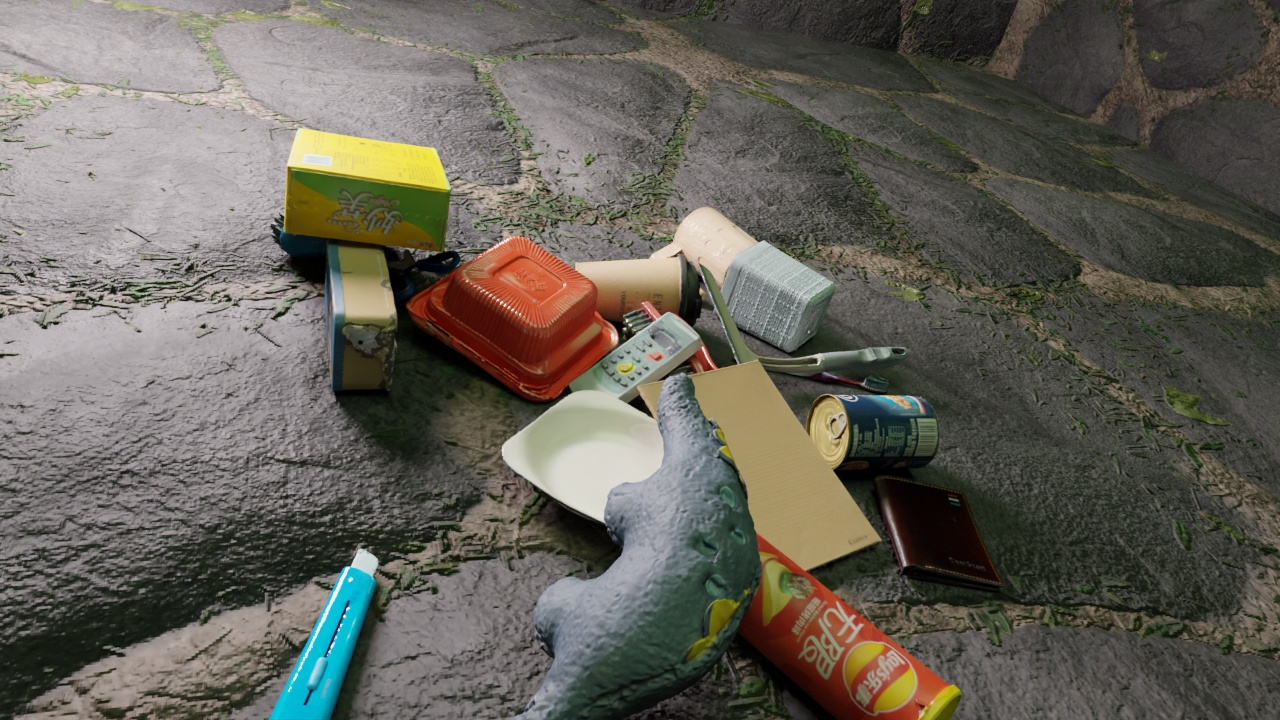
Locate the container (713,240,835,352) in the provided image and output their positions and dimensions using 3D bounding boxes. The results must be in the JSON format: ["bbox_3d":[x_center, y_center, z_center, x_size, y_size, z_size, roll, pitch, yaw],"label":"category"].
[{"bbox_3d":[0.166,-0.076,1.120,0.111,0.090,0.089,31,35,21],"label":"container"}]

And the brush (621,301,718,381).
[{"bbox_3d":[0.039,-0.001,0.964,0.069,0.063,0.145,-16,42,-21],"label":"brush"}]

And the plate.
[{"bbox_3d":[-0.026,0.095,0.807,0.164,0.034,0.163,26,33,18],"label":"plate"}]

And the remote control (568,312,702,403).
[{"bbox_3d":[-0.005,0.005,0.913,0.135,0.019,0.056,-36,48,-14],"label":"remote control"}]

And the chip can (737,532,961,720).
[{"bbox_3d":[0.122,0.196,0.667,0.073,0.073,0.216,-17,43,-42],"label":"chip can"}]

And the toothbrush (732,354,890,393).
[{"bbox_3d":[0.198,0.011,1.057,0.187,0.017,0.016,13,34,-5],"label":"toothbrush"}]

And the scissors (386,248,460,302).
[{"bbox_3d":[-0.241,-0.104,0.991,0.147,0.012,0.169,-20,28,16],"label":"scissors"}]

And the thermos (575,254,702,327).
[{"bbox_3d":[-0.005,-0.079,1.056,0.143,0.093,0.093,2,32,-6],"label":"thermos"}]

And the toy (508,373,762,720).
[{"bbox_3d":[0.006,0.150,0.624,0.138,0.091,0.355,16,50,20],"label":"toy"}]

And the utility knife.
[{"bbox_3d":[-0.202,0.182,0.606,0.034,0.018,0.166,11,29,-5],"label":"utility knife"}]

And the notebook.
[{"bbox_3d":[0.105,0.094,0.823,0.149,0.012,0.211,-11,57,-36],"label":"notebook"}]

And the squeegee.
[{"bbox_3d":[0.198,-0.001,1.030,0.246,0.039,0.246,-1,55,-27],"label":"squeegee"}]

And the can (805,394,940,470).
[{"bbox_3d":[0.233,0.072,0.916,0.111,0.075,0.075,2,33,-21],"label":"can"}]

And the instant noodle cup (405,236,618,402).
[{"bbox_3d":[-0.122,-0.054,0.948,0.189,0.079,0.164,34,41,9],"label":"instant noodle cup"}]

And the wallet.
[{"bbox_3d":[0.272,0.159,0.849,0.096,0.020,0.122,11,33,-7],"label":"wallet"}]

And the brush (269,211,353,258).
[{"bbox_3d":[-0.342,-0.148,1.047,0.073,0.055,0.143,30,32,28],"label":"brush"}]

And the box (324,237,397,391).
[{"bbox_3d":[-0.274,-0.050,0.888,0.059,0.090,0.184,0,31,-24],"label":"box"}]

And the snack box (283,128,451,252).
[{"bbox_3d":[-0.292,-0.186,0.982,0.157,0.070,0.210,5,22,-19],"label":"snack box"}]

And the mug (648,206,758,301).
[{"bbox_3d":[0.090,-0.131,1.197,0.124,0.084,0.103,-31,50,-19],"label":"mug"}]
